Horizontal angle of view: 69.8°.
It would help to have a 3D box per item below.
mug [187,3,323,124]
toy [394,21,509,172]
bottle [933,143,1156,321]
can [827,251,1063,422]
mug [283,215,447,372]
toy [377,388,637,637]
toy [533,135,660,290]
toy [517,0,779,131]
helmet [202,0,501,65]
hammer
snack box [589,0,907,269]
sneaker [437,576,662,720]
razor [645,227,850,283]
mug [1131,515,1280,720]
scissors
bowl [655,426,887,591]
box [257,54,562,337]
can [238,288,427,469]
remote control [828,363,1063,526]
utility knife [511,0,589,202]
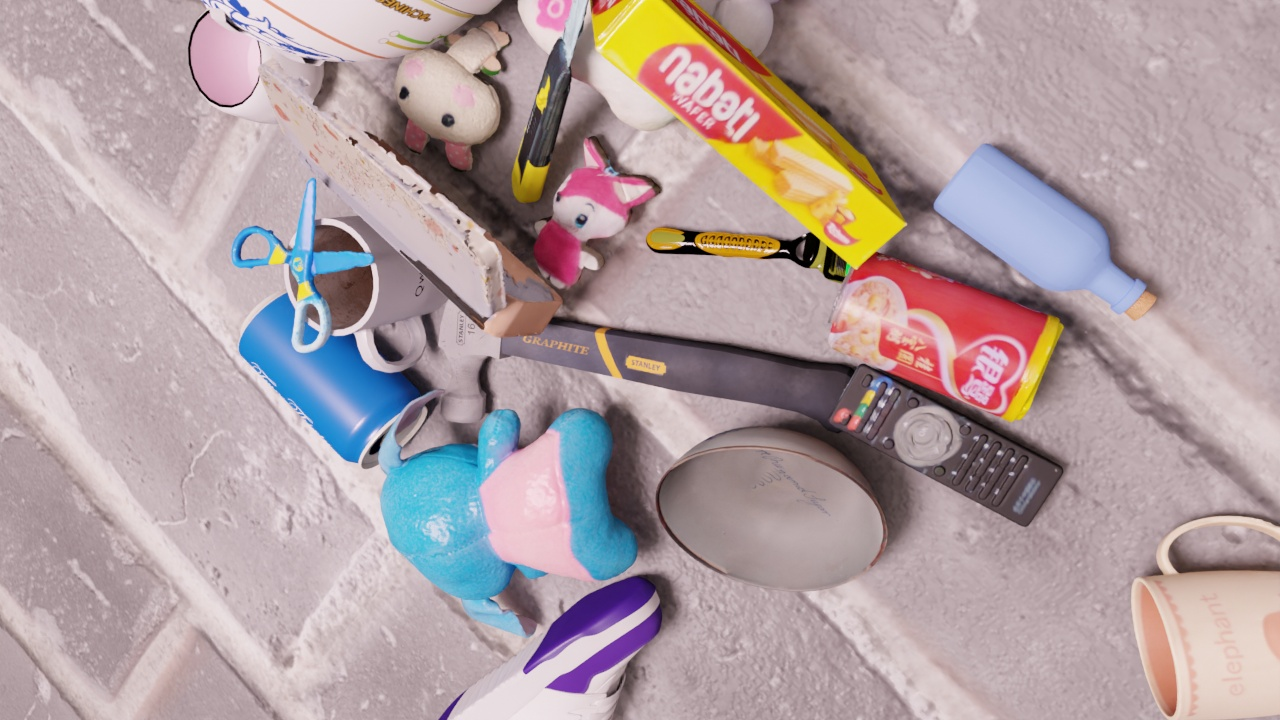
[{"bbox_3d":[-0.297,-0.242,0.701,0.090,0.076,0.124,-29,90,25],"label":"mug"},{"bbox_3d":[-0.138,-0.192,0.665,0.087,0.050,0.112,35,118,12],"label":"toy"},{"bbox_3d":[0.237,-0.070,0.532,0.131,0.048,0.048,39,113,10],"label":"bottle"},{"bbox_3d":[0.181,-0.016,0.557,0.124,0.066,0.067,24,109,17],"label":"can"},{"bbox_3d":[-0.196,-0.050,0.691,0.083,0.096,0.119,-10,97,24],"label":"mug"},{"bbox_3d":[-0.097,0.122,0.679,0.192,0.098,0.224,-11,110,22],"label":"toy"},{"bbox_3d":[-0.040,-0.100,0.631,0.065,0.050,0.102,35,94,18],"label":"toy"},{"bbox_3d":[0.034,-0.237,0.553,0.210,0.085,0.137,-30,120,19],"label":"toy"},{"bbox_3d":[-0.179,-0.297,0.544,0.314,0.230,0.236,43,106,33],"label":"helmet"},{"bbox_3d":[-0.004,0.004,0.659,0.313,0.035,0.139,12,104,20],"label":"hammer"},{"bbox_3d":[0.060,-0.140,0.516,0.200,0.092,0.042,34,117,-25],"label":"snack box"},{"bbox_3d":[-0.057,0.271,0.709,0.245,0.091,0.111,-41,89,23],"label":"sneaker"},{"bbox_3d":[0.071,-0.077,0.615,0.144,0.021,0.044,7,79,22],"label":"razor"},{"bbox_3d":[0.346,0.145,0.524,0.104,0.085,0.111,-8,69,14],"label":"mug"},{"bbox_3d":[-0.238,-0.062,0.643,0.125,0.014,0.130,-2,105,24],"label":"scissors"},{"bbox_3d":[0.089,0.088,0.614,0.151,0.056,0.151,11,134,11],"label":"bowl"},{"bbox_3d":[-0.155,-0.103,0.612,0.216,0.157,0.071,41,80,17],"label":"box"},{"bbox_3d":[-0.247,0.012,0.735,0.146,0.078,0.079,43,114,9],"label":"can"},{"bbox_3d":[0.191,0.053,0.582,0.140,0.021,0.045,28,104,5],"label":"remote control"},{"bbox_3d":[-0.055,-0.165,0.569,0.234,0.020,0.028,127,130,-64],"label":"utility knife"}]
